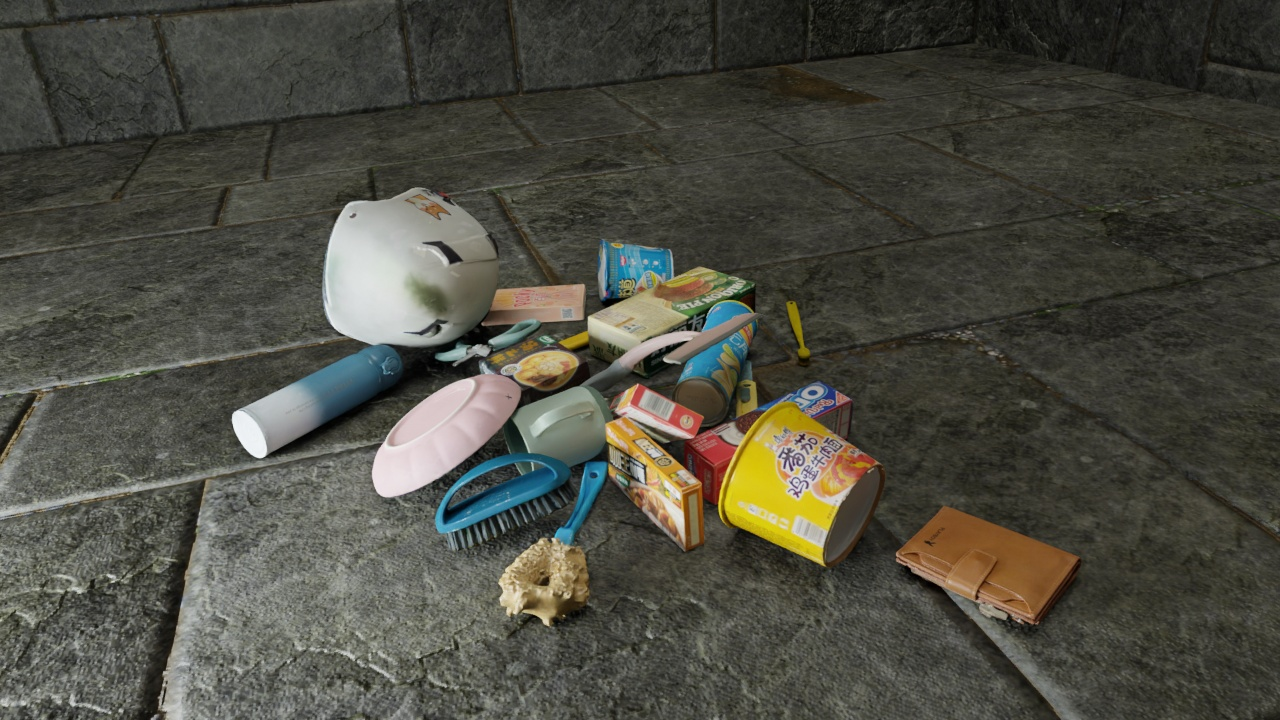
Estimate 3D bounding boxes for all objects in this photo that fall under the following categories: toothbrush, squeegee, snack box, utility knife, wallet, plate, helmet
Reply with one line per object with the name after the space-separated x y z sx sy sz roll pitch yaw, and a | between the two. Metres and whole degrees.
0.222 -0.041 1.298 0.016 0.017 0.189 -2 26 4 | toothbrush
-0.006 0.006 1.076 0.250 0.040 0.247 -27 1 30 | squeegee
0.013 0.124 0.939 0.026 0.075 0.154 -18 31 -25 | snack box
0.130 0.048 1.143 0.031 0.022 0.212 -1 23 7 | utility knife
0.012 0.060 0.995 0.077 0.027 0.156 27 -11 -6 | snack box
-0.164 -0.086 1.418 0.157 0.026 0.084 -3 27 0 | snack box
0.315 0.185 0.837 0.132 0.031 0.107 20 34 40 | wallet
-0.065 -0.036 1.322 0.170 0.015 0.033 -22 27 -29 | utility knife
-0.128 0.017 1.198 0.125 0.053 0.113 -26 35 -27 | snack box
-0.221 0.072 1.014 0.193 0.039 0.192 -29 21 12 | plate
0.048 -0.060 1.303 0.114 0.063 0.239 22 37 39 | snack box
-0.289 -0.112 1.261 0.157 0.230 0.273 24 20 34 | helmet
0.143 0.088 1.013 0.207 0.058 0.057 -21 35 -30 | snack box

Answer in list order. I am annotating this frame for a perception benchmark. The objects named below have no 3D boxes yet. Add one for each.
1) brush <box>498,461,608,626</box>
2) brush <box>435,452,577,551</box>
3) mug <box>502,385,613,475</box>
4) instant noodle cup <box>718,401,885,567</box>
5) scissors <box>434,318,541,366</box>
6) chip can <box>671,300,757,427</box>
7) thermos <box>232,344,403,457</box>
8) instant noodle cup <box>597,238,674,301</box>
-0.070 0.170 0.909 0.083 0.046 0.254 -2 23 12 | brush
-0.137 0.133 0.910 0.144 0.073 0.055 -22 16 0 | brush
-0.086 0.073 1.009 0.106 0.112 0.082 -20 72 -22 | mug
0.158 0.122 0.872 0.110 0.138 0.137 27 39 32 | instant noodle cup
-0.225 -0.020 1.262 0.181 0.019 0.169 -7 18 32 | scissors
0.097 -0.001 1.166 0.071 0.071 0.209 5 30 15 | chip can
-0.397 0.043 1.153 0.070 0.070 0.219 16 34 33 | thermos
-0.007 -0.140 1.442 0.110 0.099 0.099 0 27 -11 | instant noodle cup
